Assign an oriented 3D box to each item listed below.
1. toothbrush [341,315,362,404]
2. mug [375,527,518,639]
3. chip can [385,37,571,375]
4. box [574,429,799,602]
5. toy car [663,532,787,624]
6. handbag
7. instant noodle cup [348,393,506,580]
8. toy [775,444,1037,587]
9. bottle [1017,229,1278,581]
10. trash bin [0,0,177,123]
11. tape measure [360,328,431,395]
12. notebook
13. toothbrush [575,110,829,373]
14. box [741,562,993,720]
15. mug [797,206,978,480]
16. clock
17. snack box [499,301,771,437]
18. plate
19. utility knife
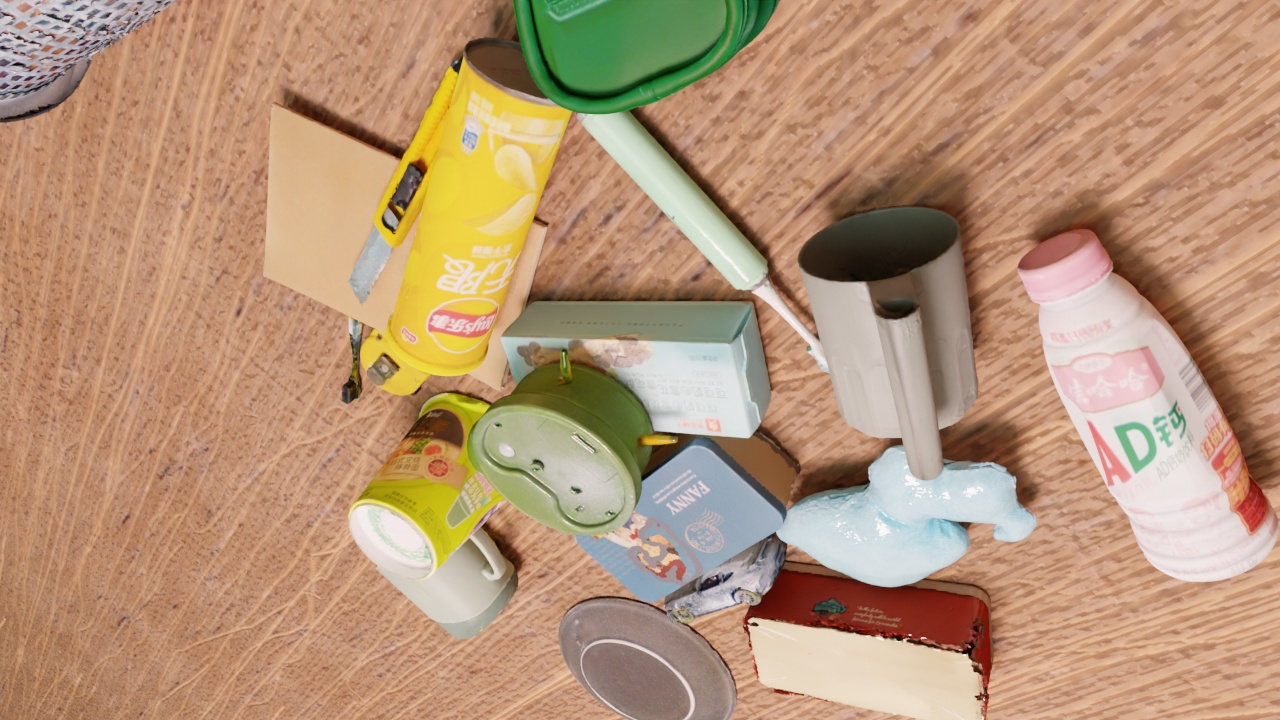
[{"bbox_3d":[-0.230,-0.033,0.735,0.012,0.017,0.186,27,132,12],"label":"toothbrush"},{"bbox_3d":[-0.161,0.182,0.813,0.106,0.082,0.112,45,129,-6],"label":"mug"},{"bbox_3d":[-0.103,-0.088,0.579,0.072,0.071,0.214,31,126,5],"label":"chip can"},{"bbox_3d":[0.035,0.103,0.665,0.090,0.061,0.185,41,134,-5],"label":"box"},{"bbox_3d":[0.061,0.163,0.699,0.037,0.054,0.121,44,133,-11],"label":"toy car"},{"bbox_3d":[-0.004,-0.194,0.462,0.132,0.067,0.120,-14,115,34],"label":"handbag"},{"bbox_3d":[-0.163,0.105,0.729,0.112,0.123,0.112,14,128,19],"label":"instant noodle cup"},{"bbox_3d":[0.168,0.108,0.601,0.161,0.049,0.156,8,136,17],"label":"toy"},{"bbox_3d":[0.261,0.023,0.483,0.068,0.068,0.197,-25,106,38],"label":"bottle"},{"bbox_3d":[-0.337,-0.267,0.510,0.195,0.226,0.227,-10,119,19],"label":"trash bin"},{"bbox_3d":[-0.198,0.002,0.736,0.060,0.028,0.057,44,132,-6],"label":"tape measure"},{"bbox_3d":[-0.178,-0.078,0.666,0.211,0.012,0.150,25,128,5],"label":"notebook"},{"bbox_3d":[0.047,-0.073,0.552,0.224,0.026,0.027,46,162,-9],"label":"toothbrush"},{"bbox_3d":[0.163,0.211,0.664,0.169,0.076,0.091,2,123,28],"label":"box"},{"bbox_3d":[0.136,-0.010,0.488,0.084,0.123,0.103,-12,121,14],"label":"mug"},{"bbox_3d":[-0.056,0.065,0.621,0.116,0.056,0.162,39,136,-7],"label":"clock"},{"bbox_3d":[-0.004,0.004,0.617,0.175,0.051,0.074,2,125,27],"label":"snack box"},{"bbox_3d":[0.000,0.291,0.845,0.179,0.024,0.180,15,129,19],"label":"plate"},{"bbox_3d":[-0.153,-0.113,0.616,0.033,0.015,0.216,39,123,-1],"label":"utility knife"}]
